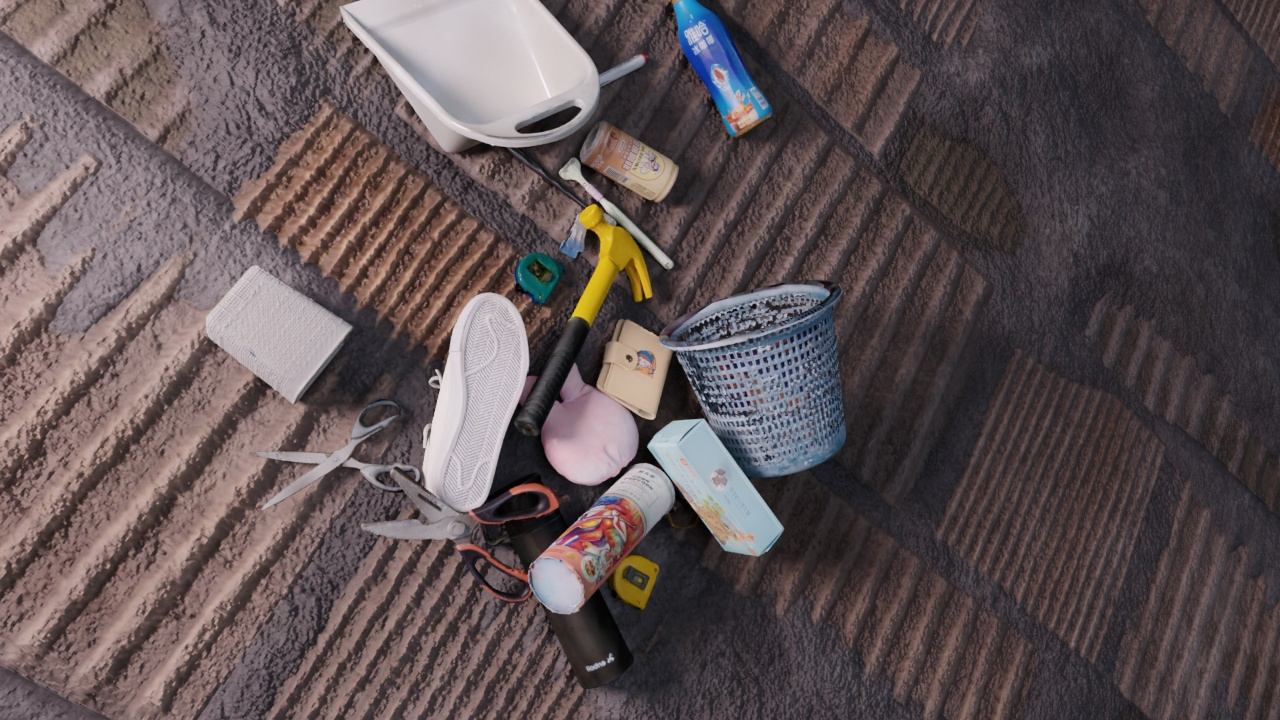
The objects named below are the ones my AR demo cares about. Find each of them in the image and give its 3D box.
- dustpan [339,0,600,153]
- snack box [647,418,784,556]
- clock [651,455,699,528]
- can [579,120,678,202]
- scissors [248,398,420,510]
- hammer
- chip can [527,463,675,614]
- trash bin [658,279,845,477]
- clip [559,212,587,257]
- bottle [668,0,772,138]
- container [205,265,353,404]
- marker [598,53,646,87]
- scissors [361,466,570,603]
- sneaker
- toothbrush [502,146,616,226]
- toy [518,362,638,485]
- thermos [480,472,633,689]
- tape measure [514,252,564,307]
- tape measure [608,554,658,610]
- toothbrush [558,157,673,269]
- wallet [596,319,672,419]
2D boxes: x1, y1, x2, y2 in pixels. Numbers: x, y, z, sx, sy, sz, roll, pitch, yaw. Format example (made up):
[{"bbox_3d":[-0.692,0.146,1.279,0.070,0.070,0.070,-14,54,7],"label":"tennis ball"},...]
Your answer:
[{"bbox_3d":[-0.172,-0.351,1.052,0.222,0.143,0.258,-32,98,-26],"label":"dustpan"},{"bbox_3d":[0.088,0.149,1.076,0.051,0.074,0.175,-42,103,-23],"label":"snack box"},{"bbox_3d":[0.057,0.147,1.135,0.082,0.055,0.122,5,81,-26],"label":"clock"},{"bbox_3d":[-0.014,-0.250,1.158,0.116,0.059,0.058,26,72,-20],"label":"can"},{"bbox_3d":[-0.315,0.106,0.972,0.159,0.014,0.180,33,61,2],"label":"scissors"},{"bbox_3d":[-0.071,-0.041,1.075,0.129,0.033,0.299,43,54,-27],"label":"hammer"},{"bbox_3d":[-0.039,0.193,1.020,0.071,0.071,0.214,61,35,-6],"label":"chip can"},{"bbox_3d":[0.156,0.028,1.129,0.226,0.227,0.195,-25,106,-27],"label":"trash bin"},{"bbox_3d":[-0.077,-0.157,1.136,0.027,0.043,0.058,27,64,-17],"label":"clip"},{"bbox_3d":[0.098,-0.408,1.233,0.065,0.065,0.218,-35,98,-26],"label":"bottle"},{"bbox_3d":[-0.371,-0.028,0.937,0.114,0.090,0.090,38,67,-12],"label":"container"},{"bbox_3d":[-0.048,-0.362,1.182,0.145,0.017,0.017,-35,98,-26],"label":"marker"},{"bbox_3d":[-0.173,0.179,0.956,0.226,0.015,0.189,-15,109,-22],"label":"scissors"},{"bbox_3d":[-0.188,0.046,1.014,0.089,0.091,0.242,16,78,-28],"label":"sneaker"},{"bbox_3d":[-0.102,-0.219,1.135,0.181,0.018,0.015,36,65,-15],"label":"toothbrush"},{"bbox_3d":[-0.073,0.070,1.084,0.121,0.054,0.159,-40,97,-32],"label":"toy"},{"bbox_3d":[-0.100,0.253,1.045,0.090,0.068,0.242,-26,93,6],"label":"thermos"},{"bbox_3d":[-0.123,-0.101,1.101,0.054,0.025,0.058,34,68,-19],"label":"tape measure"},{"bbox_3d":[-0.008,0.263,1.100,0.057,0.029,0.060,31,70,-18],"label":"tape measure"},{"bbox_3d":[-0.026,-0.182,1.165,0.189,0.020,0.029,42,97,-15],"label":"toothbrush"},{"bbox_3d":[-0.007,0.007,1.124,0.087,0.024,0.114,28,52,-15],"label":"wallet"}]
